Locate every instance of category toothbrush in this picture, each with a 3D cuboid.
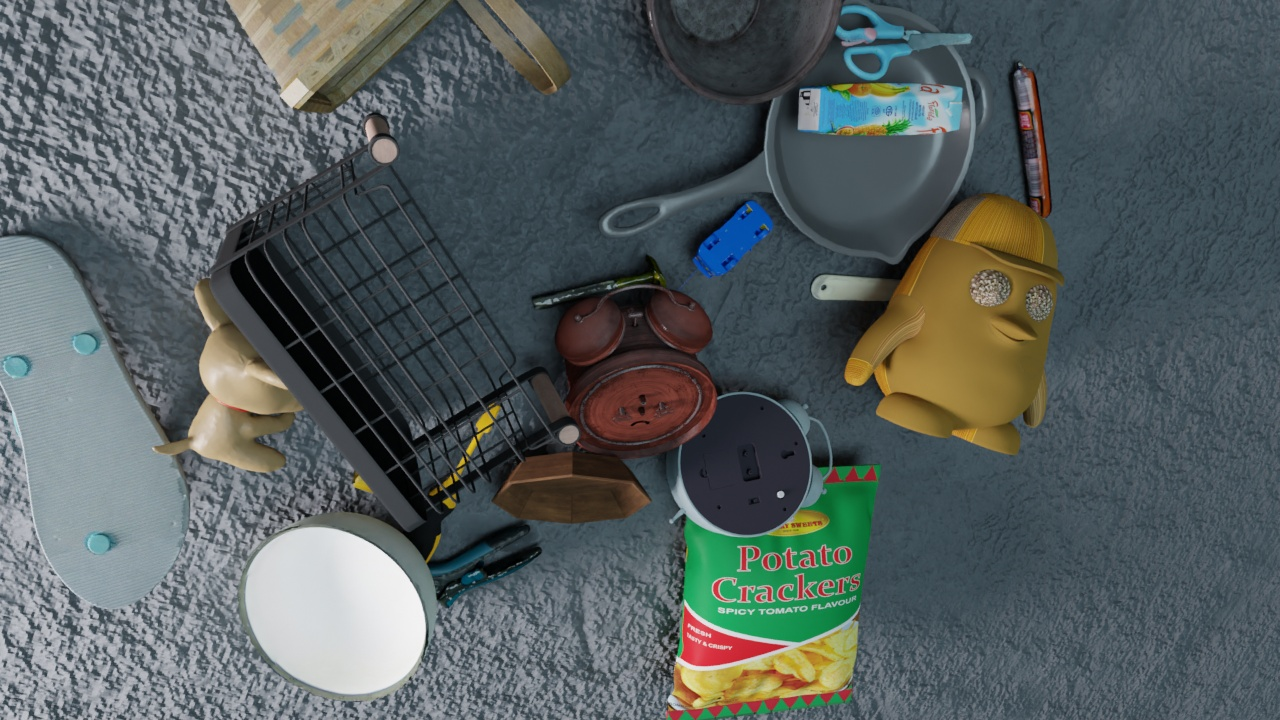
[{"bbox_3d":[-0.165,0.117,0.756,0.031,0.030,0.197,32,103,6],"label":"toothbrush"}]

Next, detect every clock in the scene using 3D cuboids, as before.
[{"bbox_3d":[0.096,0.088,0.798,0.159,0.045,0.122,-10,84,-19],"label":"clock"},{"bbox_3d":[-0.004,0.004,0.716,0.120,0.072,0.158,-7,138,-9],"label":"clock"}]

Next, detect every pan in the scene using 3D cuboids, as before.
[{"bbox_3d":[0.128,-0.161,0.731,0.354,0.024,0.217,-21,111,-14],"label":"pan"}]

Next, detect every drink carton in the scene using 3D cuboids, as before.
[{"bbox_3d":[0.186,-0.193,0.704,0.128,0.044,0.039,-5,106,-17],"label":"drink carton"}]

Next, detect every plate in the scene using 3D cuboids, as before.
[{"bbox_3d":[-0.056,0.105,0.759,0.131,0.025,0.131,-1,154,-1],"label":"plate"}]

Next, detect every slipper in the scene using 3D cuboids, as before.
[{"bbox_3d":[-0.388,0.042,0.648,0.098,0.055,0.269,-15,105,-15],"label":"slipper"}]

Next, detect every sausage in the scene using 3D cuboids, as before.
[{"bbox_3d":[0.347,-0.188,0.809,0.020,0.020,0.155,-25,117,-7],"label":"sausage"}]

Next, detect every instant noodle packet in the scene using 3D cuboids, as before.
[{"bbox_3d":[0.125,0.221,0.864,0.195,0.090,0.253,-1,104,-16],"label":"instant noodle packet"}]

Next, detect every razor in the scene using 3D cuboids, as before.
[{"bbox_3d":[-0.034,-0.057,0.731,0.106,0.042,0.026,-14,118,-3],"label":"razor"}]

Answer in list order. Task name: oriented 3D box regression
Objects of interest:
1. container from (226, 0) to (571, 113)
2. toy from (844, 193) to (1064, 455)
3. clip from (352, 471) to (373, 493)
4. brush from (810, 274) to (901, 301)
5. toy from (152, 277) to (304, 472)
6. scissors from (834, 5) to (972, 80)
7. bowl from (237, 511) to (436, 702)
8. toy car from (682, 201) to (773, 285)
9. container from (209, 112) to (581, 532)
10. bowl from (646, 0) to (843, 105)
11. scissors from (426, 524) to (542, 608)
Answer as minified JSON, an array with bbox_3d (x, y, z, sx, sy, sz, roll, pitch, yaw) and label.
[{"bbox_3d":[-0.114,-0.239,0.560,0.250,0.157,0.186,-43,107,2],"label":"container"},{"bbox_3d":[0.283,-0.036,0.769,0.198,0.162,0.203,14,98,-18],"label":"toy"},{"bbox_3d":[-0.201,0.087,0.746,0.053,0.039,0.047,25,107,-24],"label":"clip"},{"bbox_3d":[0.253,-0.063,0.836,0.217,0.012,0.033,1,112,-17],"label":"brush"},{"bbox_3d":[-0.276,0.022,0.646,0.105,0.134,0.108,2,121,-54],"label":"toy"},{"bbox_3d":[0.208,-0.245,0.707,0.138,0.015,0.063,-9,80,-20],"label":"scissors"},{"bbox_3d":[-0.229,0.184,0.725,0.153,0.072,0.153,3,108,9],"label":"bowl"},{"bbox_3d":[0.062,-0.087,0.759,0.033,0.062,0.091,48,65,-4],"label":"toy car"},{"bbox_3d":[-0.162,-0.024,0.624,0.130,0.163,0.241,-32,118,-4],"label":"container"},{"bbox_3d":[0.065,-0.262,0.655,0.144,0.067,0.145,-7,114,-16],"label":"bowl"},{"bbox_3d":[-0.153,0.191,0.801,0.137,0.019,0.129,18,106,-22],"label":"scissors"}]
